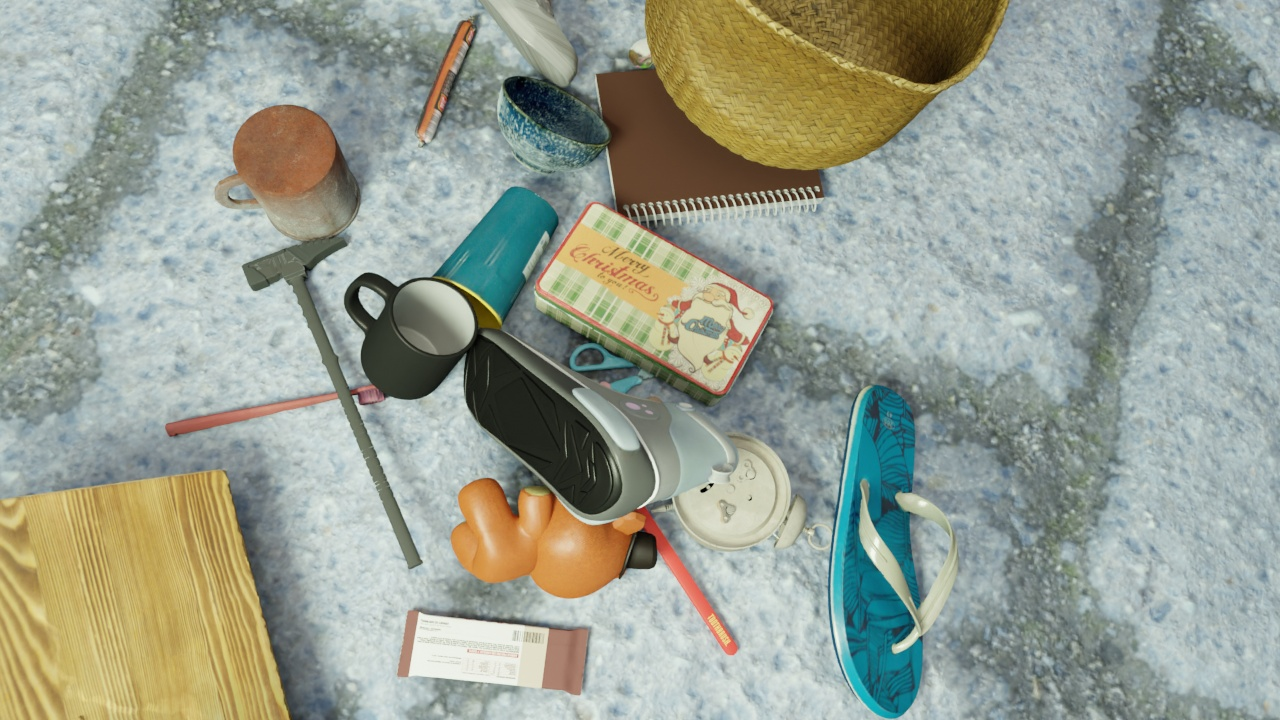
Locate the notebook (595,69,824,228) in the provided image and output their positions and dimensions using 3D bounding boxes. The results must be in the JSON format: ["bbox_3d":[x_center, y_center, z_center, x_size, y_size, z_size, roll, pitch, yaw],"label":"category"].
[{"bbox_3d":[0.069,-0.221,0.931,0.209,0.022,0.171,-7,75,-7],"label":"notebook"}]

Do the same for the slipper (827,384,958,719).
[{"bbox_3d":[0.223,0.161,0.808,0.118,0.060,0.294,16,70,-30],"label":"slipper"}]

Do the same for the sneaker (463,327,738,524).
[{"bbox_3d":[-0.037,0.043,0.796,0.160,0.257,0.093,-3,116,-38],"label":"sneaker"}]

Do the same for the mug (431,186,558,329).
[{"bbox_3d":[-0.130,-0.098,0.854,0.078,0.078,0.121,31,70,3],"label":"mug"}]

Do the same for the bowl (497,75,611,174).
[{"bbox_3d":[-0.092,-0.218,0.886,0.114,0.061,0.114,24,33,-17],"label":"bowl"}]

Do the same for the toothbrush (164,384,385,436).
[{"bbox_3d":[-0.325,0.046,0.824,0.189,0.016,0.016,-11,81,-9],"label":"toothbrush"}]

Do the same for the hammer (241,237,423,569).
[{"bbox_3d":[-0.255,0.032,0.817,0.095,0.015,0.324,-24,73,-13],"label":"hammer"}]

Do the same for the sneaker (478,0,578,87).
[{"bbox_3d":[-0.121,-0.382,0.914,0.089,0.099,0.236,-39,80,1],"label":"sneaker"}]

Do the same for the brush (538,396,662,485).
[{"bbox_3d":[-0.032,0.077,0.846,0.135,0.015,0.050,-37,83,-13],"label":"brush"}]

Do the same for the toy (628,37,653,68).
[{"bbox_3d":[0.041,-0.342,0.949,0.079,0.038,0.122,24,66,5],"label":"toy"}]

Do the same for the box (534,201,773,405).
[{"bbox_3d":[0.012,-0.053,0.862,0.205,0.051,0.117,31,68,4],"label":"box"}]

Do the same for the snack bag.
[{"bbox_3d":[-0.126,0.252,0.792,0.158,0.013,0.057,7,73,-4],"label":"snack bag"}]

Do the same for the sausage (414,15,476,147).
[{"bbox_3d":[-0.196,-0.282,0.920,0.020,0.020,0.155,17,75,-1],"label":"sausage"}]

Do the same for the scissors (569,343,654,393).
[{"bbox_3d":[-0.003,0.002,0.874,0.141,0.015,0.076,-18,76,-16],"label":"scissors"}]

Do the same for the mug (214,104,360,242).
[{"bbox_3d":[-0.326,-0.165,0.833,0.123,0.110,0.096,-17,73,-10],"label":"mug"}]

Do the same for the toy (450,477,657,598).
[{"bbox_3d":[-0.072,0.154,0.778,0.176,0.112,0.096,18,43,-3],"label":"toy"}]

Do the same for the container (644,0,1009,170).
[{"bbox_3d":[0.160,-0.337,0.857,0.306,0.197,0.306,6,72,-18],"label":"container"}]

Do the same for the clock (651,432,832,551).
[{"bbox_3d":[0.097,0.131,0.823,0.157,0.061,0.103,23,71,8],"label":"clock"}]

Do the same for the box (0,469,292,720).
[{"bbox_3d":[-0.493,0.279,0.697,0.337,0.285,0.279,-26,77,31],"label":"box"}]

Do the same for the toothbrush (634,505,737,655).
[{"bbox_3d":[0.025,0.171,0.818,0.012,0.018,0.212,-32,85,-18],"label":"toothbrush"}]

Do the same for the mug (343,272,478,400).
[{"bbox_3d":[-0.208,-0.029,0.802,0.113,0.088,0.078,42,49,-7],"label":"mug"}]
